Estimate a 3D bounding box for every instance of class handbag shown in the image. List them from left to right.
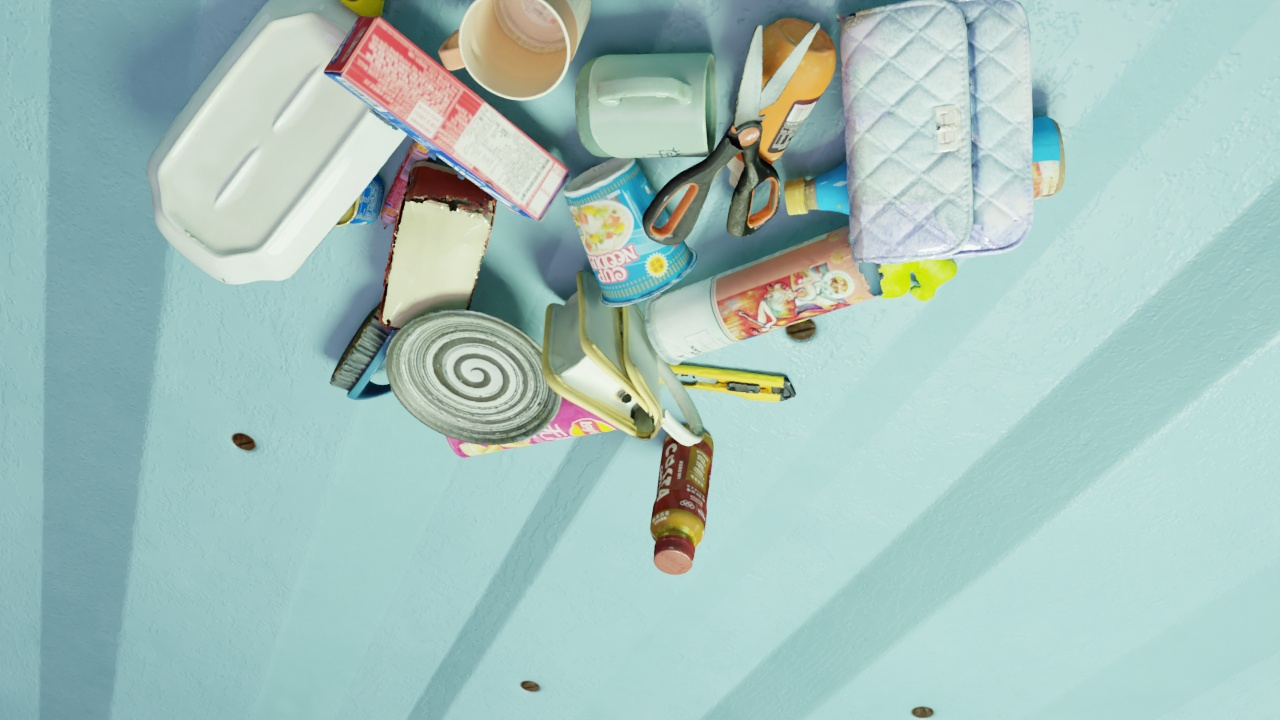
[{"bbox_3d":[-0.005,0.005,0.875,0.178,0.163,0.063,35,114,-22],"label":"handbag"},{"bbox_3d":[0.222,-0.172,0.691,0.134,0.075,0.194,-4,95,16],"label":"handbag"}]

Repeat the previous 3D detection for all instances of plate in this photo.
[{"bbox_3d":[-0.309,-0.186,0.771,0.162,0.034,0.266,42,97,-4],"label":"plate"},{"bbox_3d":[-0.165,0.016,0.922,0.179,0.024,0.180,5,130,6],"label":"plate"}]

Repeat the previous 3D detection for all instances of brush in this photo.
[{"bbox_3d":[-0.277,-0.004,0.984,0.073,0.055,0.144,34,126,-15],"label":"brush"}]

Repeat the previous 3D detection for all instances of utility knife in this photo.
[{"bbox_3d":[0.081,0.024,0.968,0.168,0.015,0.033,7,127,5],"label":"utility knife"}]

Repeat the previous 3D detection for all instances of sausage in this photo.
[{"bbox_3d":[-0.212,-0.179,0.853,0.020,0.020,0.156,30,128,-14],"label":"sausage"}]

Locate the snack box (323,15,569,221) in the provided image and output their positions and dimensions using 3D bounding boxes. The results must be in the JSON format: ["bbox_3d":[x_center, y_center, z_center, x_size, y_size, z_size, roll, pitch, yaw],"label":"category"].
[{"bbox_3d":[-0.155,-0.194,0.760,0.207,0.057,0.058,34,86,-37],"label":"snack box"}]

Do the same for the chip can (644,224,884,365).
[{"bbox_3d":[0.110,-0.059,0.843,0.215,0.071,0.071,-19,124,32],"label":"chip can"}]

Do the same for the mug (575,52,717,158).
[{"bbox_3d":[0.003,-0.206,0.735,0.106,0.111,0.082,3,94,11],"label":"mug"}]

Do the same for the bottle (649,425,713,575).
[{"bbox_3d":[0.043,0.146,0.971,0.057,0.174,0.058,5,130,6],"label":"bottle"}]

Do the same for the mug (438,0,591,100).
[{"bbox_3d":[-0.099,-0.257,0.712,0.115,0.105,0.082,-12,126,19],"label":"mug"}]

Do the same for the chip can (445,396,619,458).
[{"bbox_3d":[-0.106,0.056,0.992,0.211,0.071,0.071,-12,126,19],"label":"chip can"}]

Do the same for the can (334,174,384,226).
[{"bbox_3d":[-0.292,-0.157,0.835,0.102,0.083,0.057,14,97,-1],"label":"can"}]

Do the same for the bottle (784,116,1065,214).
[{"bbox_3d":[0.231,-0.153,0.765,0.219,0.065,0.065,-6,128,16],"label":"bottle"}]

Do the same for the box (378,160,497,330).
[{"bbox_3d":[-0.192,-0.094,0.871,0.091,0.076,0.169,13,134,-14],"label":"box"}]

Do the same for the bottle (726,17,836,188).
[{"bbox_3d":[0.106,-0.202,0.753,0.067,0.066,0.150,18,137,-5],"label":"bottle"}]

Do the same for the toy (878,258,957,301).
[{"bbox_3d":[0.234,-0.087,0.840,0.100,0.031,0.097,-20,120,20],"label":"toy"}]

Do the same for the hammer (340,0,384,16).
[{"bbox_3d":[-0.136,-0.382,0.665,0.126,0.031,0.324,38,126,-20],"label":"hammer"}]

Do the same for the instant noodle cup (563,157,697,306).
[{"bbox_3d":[-0.015,-0.120,0.824,0.099,0.099,0.110,-18,116,23],"label":"instant noodle cup"}]

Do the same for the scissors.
[{"bbox_3d":[0.068,-0.161,0.719,0.198,0.021,0.227,-25,151,7],"label":"scissors"}]
